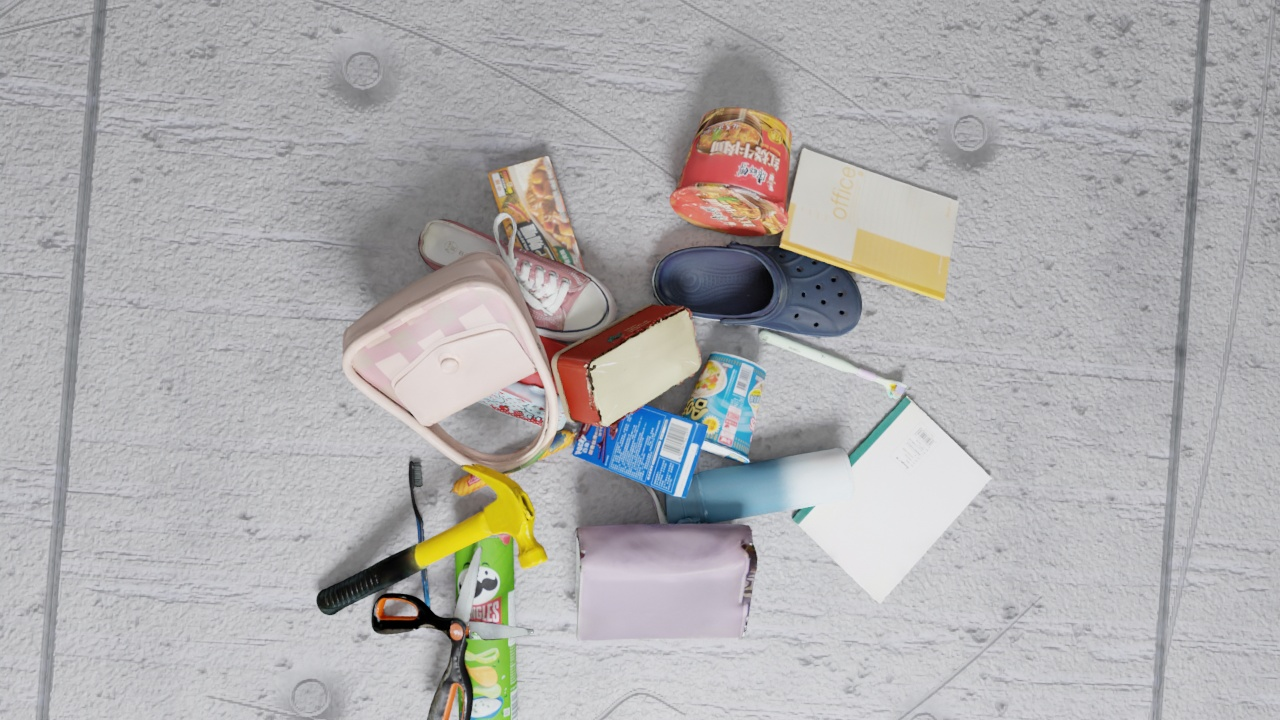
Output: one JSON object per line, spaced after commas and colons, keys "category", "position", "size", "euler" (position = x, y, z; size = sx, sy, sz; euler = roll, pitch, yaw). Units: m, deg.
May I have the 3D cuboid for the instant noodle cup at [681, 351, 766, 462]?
{"category": "instant noodle cup", "position": [0.097, 0.051, 1.067], "size": [0.099, 0.099, 0.110], "euler": [21, 81, -4]}

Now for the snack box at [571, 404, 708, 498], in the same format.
{"category": "snack box", "position": [-0.003, 0.092, 1.042], "size": [0.157, 0.026, 0.084], "euler": [17, 88, 38]}

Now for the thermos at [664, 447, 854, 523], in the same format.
{"category": "thermos", "position": [0.137, 0.152, 1.076], "size": [0.220, 0.070, 0.070], "euler": [-10, 90, -1]}

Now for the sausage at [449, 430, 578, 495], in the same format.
{"category": "sausage", "position": [-0.149, 0.120, 1.080], "size": [0.165, 0.021, 0.021], "euler": [-26, 92, -4]}

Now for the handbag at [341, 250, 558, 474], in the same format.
{"category": "handbag", "position": [-0.182, 0.020, 0.978], "size": [0.193, 0.093, 0.234], "euler": [-26, 113, 11]}

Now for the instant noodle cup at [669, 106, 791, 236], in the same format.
{"category": "instant noodle cup", "position": [0.110, -0.216, 1.053], "size": [0.138, 0.138, 0.108], "euler": [13, 79, -4]}

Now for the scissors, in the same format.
{"category": "scissors", "position": [-0.214, 0.313, 1.018], "size": [0.234, 0.021, 0.221], "euler": [-1, 91, 29]}

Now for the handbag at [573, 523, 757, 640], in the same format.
{"category": "handbag", "position": [0.024, 0.243, 1.034], "size": [0.197, 0.145, 0.098], "euler": [0, 46, -6]}

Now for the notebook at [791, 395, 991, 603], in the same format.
{"category": "notebook", "position": [0.307, 0.168, 1.118], "size": [0.150, 0.012, 0.209], "euler": [44, 86, -1]}

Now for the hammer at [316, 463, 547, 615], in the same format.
{"category": "hammer", "position": [-0.240, 0.213, 1.007], "size": [0.301, 0.032, 0.128], "euler": [-29, 75, 21]}

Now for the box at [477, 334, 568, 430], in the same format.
{"category": "box", "position": [-0.173, 0.016, 1.063], "size": [0.201, 0.095, 0.100], "euler": [20, 126, -3]}

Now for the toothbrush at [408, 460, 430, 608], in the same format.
{"category": "toothbrush", "position": [-0.255, 0.211, 1.077], "size": [0.016, 0.014, 0.189], "euler": [-7, 91, -28]}

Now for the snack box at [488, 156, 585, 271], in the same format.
{"category": "snack box", "position": [-0.121, -0.157, 1.081], "size": [0.075, 0.026, 0.153], "euler": [-18, 91, -4]}

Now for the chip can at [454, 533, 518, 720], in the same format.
{"category": "chip can", "position": [-0.176, 0.309, 1.052], "size": [0.072, 0.072, 0.236], "euler": [-2, 90, -4]}

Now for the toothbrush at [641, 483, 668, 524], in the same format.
{"category": "toothbrush", "position": [0.006, 0.151, 1.095], "size": [0.017, 0.016, 0.187], "euler": [-24, 91, 4]}

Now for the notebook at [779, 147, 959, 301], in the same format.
{"category": "notebook", "position": [0.275, -0.163, 1.093], "size": [0.206, 0.010, 0.145], "euler": [18, 66, -4]}

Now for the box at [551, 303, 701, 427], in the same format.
{"category": "box", "position": [-0.006, 0.006, 1.017], "size": [0.167, 0.078, 0.091], "euler": [-31, 117, -37]}

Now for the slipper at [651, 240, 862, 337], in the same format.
{"category": "slipper", "position": [0.139, -0.089, 1.069], "size": [0.253, 0.095, 0.105], "euler": [7, 92, -1]}

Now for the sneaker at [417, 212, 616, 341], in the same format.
{"category": "sneaker", "position": [-0.139, -0.091, 1.022], "size": [0.241, 0.088, 0.118], "euler": [26, 90, -4]}

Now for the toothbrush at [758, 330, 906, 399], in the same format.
{"category": "toothbrush", "position": [0.231, 0.003, 1.111], "size": [0.189, 0.029, 0.020], "euler": [22, 46, -3]}
